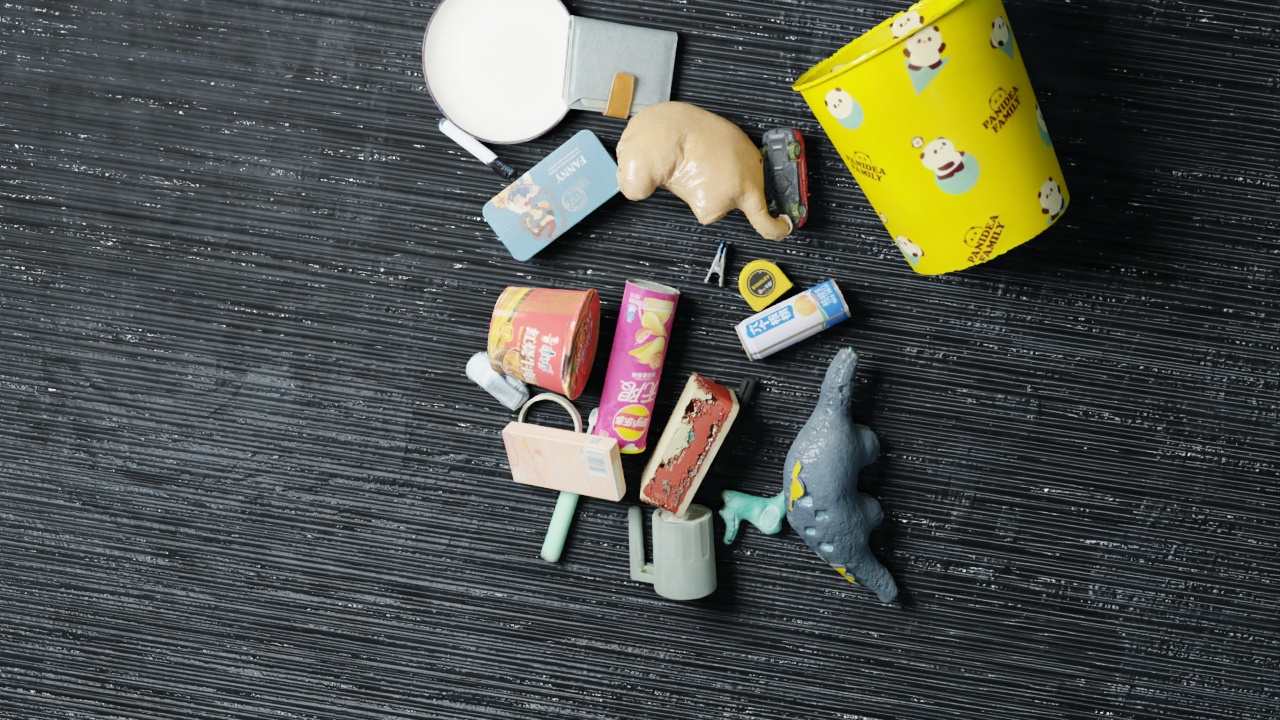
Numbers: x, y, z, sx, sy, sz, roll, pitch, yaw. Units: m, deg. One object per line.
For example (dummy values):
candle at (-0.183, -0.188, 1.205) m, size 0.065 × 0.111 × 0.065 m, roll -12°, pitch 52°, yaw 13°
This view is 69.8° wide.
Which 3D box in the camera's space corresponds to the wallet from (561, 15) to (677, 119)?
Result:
wallet at (-0.024, -0.338, 1.073) m, size 0.129 × 0.037 × 0.107 m, roll 2°, pitch 104°, yaw -21°

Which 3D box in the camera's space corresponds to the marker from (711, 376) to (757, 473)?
marker at (0.121, 0.084, 1.190) m, size 0.020 × 0.022 × 0.132 m, roll 27°, pitch 106°, yaw 34°

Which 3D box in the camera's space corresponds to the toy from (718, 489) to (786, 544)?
toy at (0.145, 0.203, 1.212) m, size 0.092 × 0.030 × 0.096 m, roll 16°, pitch 100°, yaw 4°

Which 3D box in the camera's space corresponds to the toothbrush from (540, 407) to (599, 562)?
toothbrush at (-0.091, 0.166, 1.219) m, size 0.026 × 0.027 × 0.225 m, roll 19°, pitch 104°, yaw 3°

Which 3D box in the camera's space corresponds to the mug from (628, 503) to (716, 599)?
mug at (0.039, 0.247, 1.210) m, size 0.124 × 0.083 × 0.103 m, roll 4°, pitch 103°, yaw 28°

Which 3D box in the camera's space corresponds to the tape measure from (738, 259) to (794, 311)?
tape measure at (0.151, -0.097, 1.143) m, size 0.060 × 0.029 × 0.057 m, roll -39°, pitch 99°, yaw 11°

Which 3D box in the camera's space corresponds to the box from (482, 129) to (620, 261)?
box at (-0.098, -0.204, 1.119) m, size 0.184 × 0.059 × 0.090 m, roll -37°, pitch 99°, yaw 12°

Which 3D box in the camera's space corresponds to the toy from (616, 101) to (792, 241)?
toy at (0.083, -0.221, 1.069) m, size 0.226 × 0.082 × 0.143 m, roll 20°, pitch 77°, yaw -2°

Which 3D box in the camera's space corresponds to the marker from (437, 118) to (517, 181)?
marker at (-0.198, -0.255, 1.105) m, size 0.131 × 0.022 × 0.018 m, roll 38°, pitch 120°, yaw 20°

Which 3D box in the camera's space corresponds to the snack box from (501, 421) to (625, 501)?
snack box at (-0.098, 0.128, 1.170) m, size 0.157 × 0.026 × 0.084 m, roll 8°, pitch 124°, yaw 25°

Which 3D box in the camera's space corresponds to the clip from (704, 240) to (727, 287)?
clip at (0.099, -0.120, 1.143) m, size 0.029 × 0.024 × 0.057 m, roll 17°, pitch 108°, yaw 3°

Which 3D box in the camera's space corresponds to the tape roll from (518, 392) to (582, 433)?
tape roll at (-0.118, 0.086, 1.199) m, size 0.086 × 0.013 × 0.086 m, roll 5°, pitch 106°, yaw 17°

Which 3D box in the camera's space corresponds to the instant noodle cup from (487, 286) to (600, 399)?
instant noodle cup at (-0.118, -0.030, 1.129) m, size 0.109 × 0.137 × 0.138 m, roll 11°, pitch 103°, yaw 10°

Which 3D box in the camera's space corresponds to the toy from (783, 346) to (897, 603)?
toy at (0.248, 0.159, 1.166) m, size 0.138 × 0.091 × 0.356 m, roll -12°, pitch 104°, yaw -6°

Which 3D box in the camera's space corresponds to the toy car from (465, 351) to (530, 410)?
toy car at (-0.186, 0.028, 1.191) m, size 0.090 × 0.034 × 0.043 m, roll 40°, pitch 105°, yaw -4°

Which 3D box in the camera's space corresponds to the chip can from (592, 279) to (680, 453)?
chip can at (-0.007, 0.007, 1.155) m, size 0.071 × 0.071 × 0.211 m, roll 12°, pitch 103°, yaw 0°

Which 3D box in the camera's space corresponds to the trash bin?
trash bin at (0.328, -0.250, 1.007) m, size 0.230 × 0.229 × 0.255 m, roll -30°, pitch 105°, yaw 9°

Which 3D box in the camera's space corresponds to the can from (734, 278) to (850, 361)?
can at (0.188, -0.049, 1.139) m, size 0.135 × 0.053 × 0.053 m, roll -26°, pitch 100°, yaw 9°

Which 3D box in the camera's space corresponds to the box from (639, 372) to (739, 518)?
box at (0.052, 0.104, 1.163) m, size 0.077 × 0.091 × 0.168 m, roll 24°, pitch 103°, yaw -6°

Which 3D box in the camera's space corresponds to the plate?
plate at (-0.161, -0.357, 1.096) m, size 0.192 × 0.039 × 0.192 m, roll 1°, pitch 103°, yaw 3°

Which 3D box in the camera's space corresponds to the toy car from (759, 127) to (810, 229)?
toy car at (0.176, -0.217, 1.101) m, size 0.053 × 0.045 × 0.120 m, roll 7°, pitch 106°, yaw 40°
